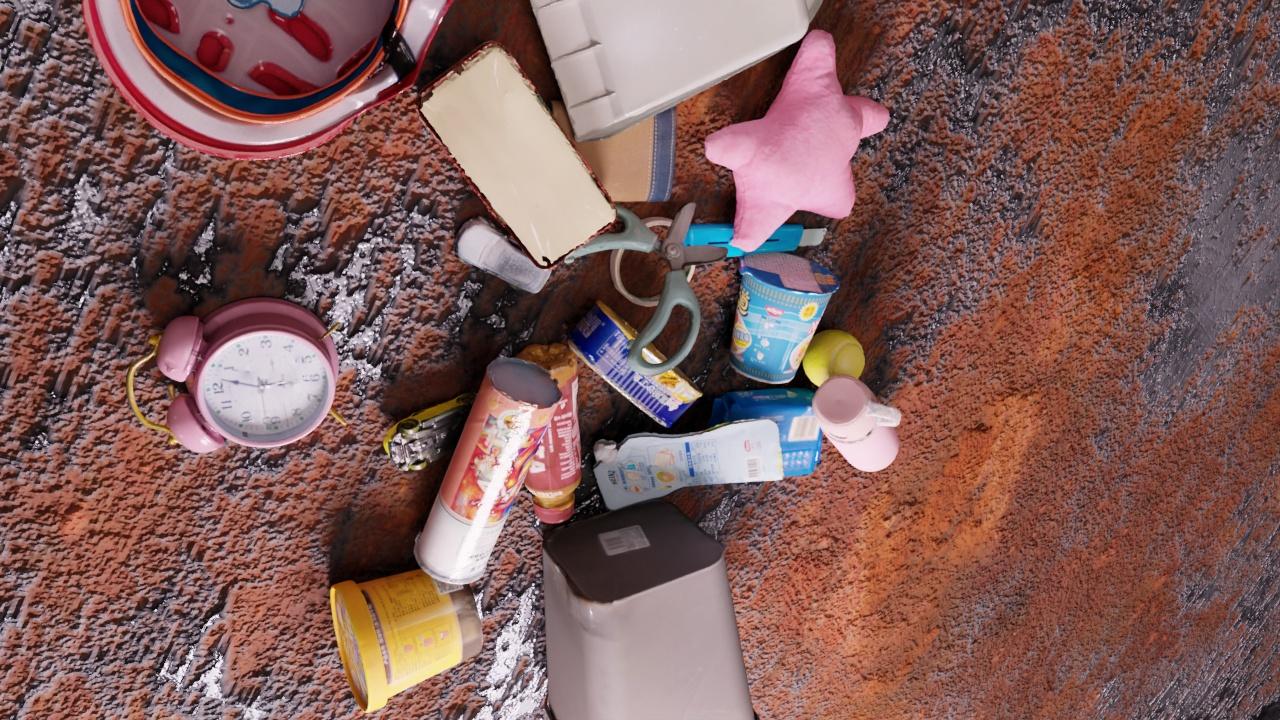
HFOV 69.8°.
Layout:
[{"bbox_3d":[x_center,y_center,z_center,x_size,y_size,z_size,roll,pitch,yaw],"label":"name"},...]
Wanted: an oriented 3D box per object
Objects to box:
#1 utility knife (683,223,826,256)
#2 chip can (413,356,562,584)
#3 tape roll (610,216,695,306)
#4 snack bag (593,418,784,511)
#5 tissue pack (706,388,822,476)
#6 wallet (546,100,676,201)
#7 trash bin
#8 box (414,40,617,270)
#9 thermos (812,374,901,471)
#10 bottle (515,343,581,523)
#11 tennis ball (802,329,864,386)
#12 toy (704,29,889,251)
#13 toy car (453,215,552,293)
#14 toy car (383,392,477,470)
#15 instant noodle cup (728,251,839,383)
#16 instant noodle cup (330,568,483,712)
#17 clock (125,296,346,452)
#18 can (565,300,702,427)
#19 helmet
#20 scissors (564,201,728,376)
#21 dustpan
[{"bbox_3d":[0.116,-0.120,0.898,0.178,0.018,0.034,-8,108,-32],"label":"utility knife"},{"bbox_3d":[-0.139,0.101,0.824,0.071,0.071,0.215,9,122,-30],"label":"chip can"},{"bbox_3d":[0.013,-0.093,0.868,0.085,0.014,0.086,-11,118,-22],"label":"tape roll"},{"bbox_3d":[0.047,0.103,0.925,0.191,0.038,0.110,-9,144,6],"label":"snack bag"},{"bbox_3d":[0.133,0.078,0.990,0.157,0.052,0.095,-2,113,-26],"label":"tissue pack"},{"bbox_3d":[-0.026,-0.181,0.796,0.115,0.033,0.090,-7,114,-23],"label":"wallet"},{"bbox_3d":[-0.001,0.283,0.948,0.198,0.199,0.220,-15,112,-22],"label":"trash bin"},{"bbox_3d":[-0.093,-0.160,0.722,0.091,0.077,0.168,-36,115,3],"label":"box"},{"bbox_3d":[0.239,0.069,0.973,0.198,0.087,0.067,42,61,-62],"label":"thermos"},{"bbox_3d":[-0.086,0.073,0.872,0.057,0.057,0.175,-12,118,-22],"label":"bottle"},{"bbox_3d":[0.206,-0.001,0.979,0.065,0.065,0.065,-11,118,-22],"label":"tennis ball"},{"bbox_3d":[0.148,-0.183,0.855,0.194,0.074,0.178,-48,125,0],"label":"toy"},{"bbox_3d":[-0.118,-0.089,0.793,0.090,0.034,0.043,28,102,-33],"label":"toy car"},{"bbox_3d":[-0.182,0.061,0.834,0.105,0.032,0.048,-24,130,-28],"label":"toy car"},{"bbox_3d":[0.134,-0.041,0.914,0.099,0.099,0.110,-3,123,-26],"label":"instant noodle cup"},{"bbox_3d":[-0.219,0.251,0.862,0.114,0.118,0.119,-14,119,-29],"label":"instant noodle cup"},{"bbox_3d":[-0.317,0.015,0.726,0.158,0.060,0.117,-6,116,-22],"label":"clock"},{"bbox_3d":[-0.005,0.005,0.872,0.049,0.074,0.148,-47,124,4],"label":"can"},{"bbox_3d":[-0.236,-0.261,0.586,0.206,0.143,0.240,26,114,-33],"label":"helmet"},{"bbox_3d":[0.000,-0.066,0.815,0.170,0.019,0.179,0,78,-14],"label":"scissors"},{"bbox_3d":[0.042,-0.334,0.753,0.258,0.142,0.223,-14,116,10],"label":"dustpan"}]
